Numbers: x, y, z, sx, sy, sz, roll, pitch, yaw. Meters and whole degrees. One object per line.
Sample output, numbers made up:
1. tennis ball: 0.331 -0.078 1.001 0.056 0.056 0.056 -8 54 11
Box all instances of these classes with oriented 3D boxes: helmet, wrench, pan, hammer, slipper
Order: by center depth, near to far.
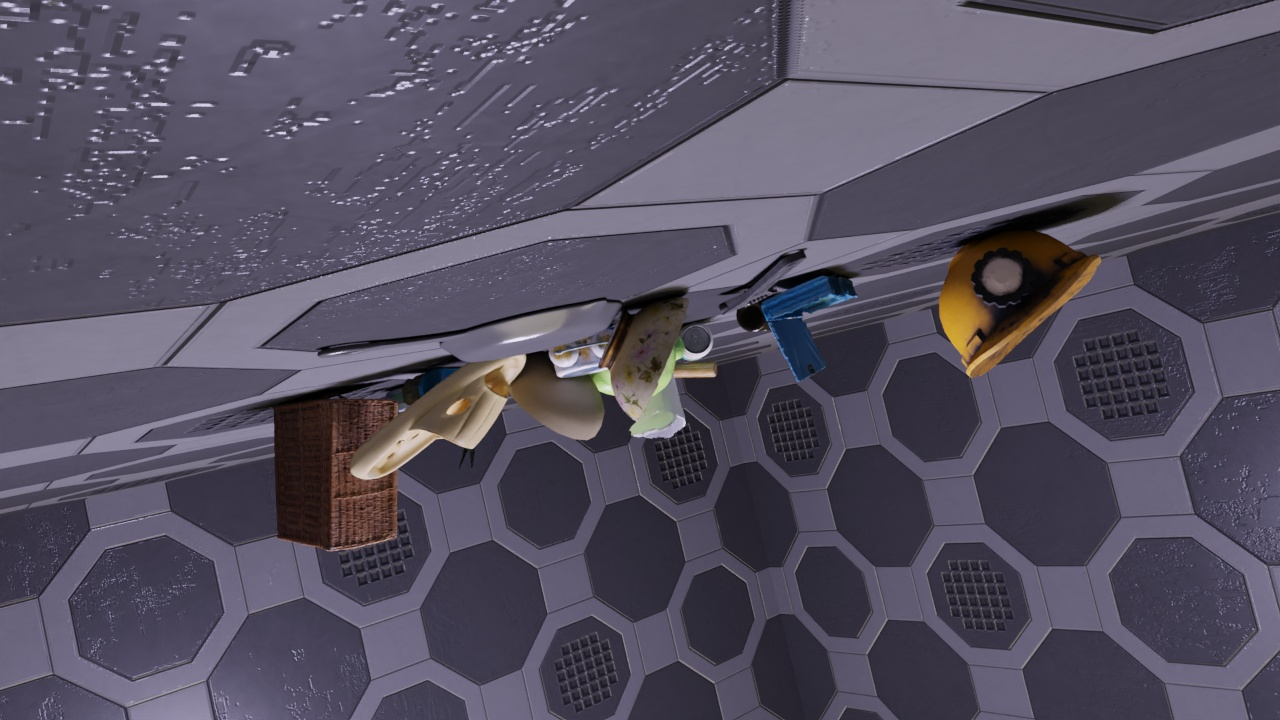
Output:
1. pan: -0.153 -0.019 0.913 0.217 0.024 0.353 -16 175 43
2. wrench: 0.136 -0.084 1.005 0.073 0.018 0.273 -22 176 -7
3. slipper: -0.234 0.081 1.123 0.261 0.079 0.111 -35 170 3
4. helmet: 0.450 -0.091 1.150 0.205 0.131 0.255 -46 162 13
5. hammer: -0.041 0.020 1.503 0.331 0.033 0.132 -2 175 13

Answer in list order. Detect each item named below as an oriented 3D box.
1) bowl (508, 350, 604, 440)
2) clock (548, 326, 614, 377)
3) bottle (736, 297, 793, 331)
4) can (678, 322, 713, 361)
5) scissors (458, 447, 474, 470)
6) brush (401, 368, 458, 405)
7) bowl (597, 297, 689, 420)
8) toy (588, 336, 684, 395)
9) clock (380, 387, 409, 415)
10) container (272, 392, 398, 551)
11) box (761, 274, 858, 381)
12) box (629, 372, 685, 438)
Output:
1. bowl: -0.106 0.035 1.215 0.050 0.152 0.152 -52 163 17
2. clock: -0.070 -0.013 1.143 0.089 0.052 0.125 -12 174 -4
3. bottle: 0.191 -0.066 1.305 0.045 0.045 0.184 -15 177 28
4. can: 0.083 -0.029 1.442 0.055 0.055 0.101 -13 177 -3
5. scissors: -0.247 0.083 1.396 0.150 0.165 0.012 -43 135 6
6. brush: -0.251 0.037 1.202 0.075 0.055 0.135 -9 178 14
7. bowl: -0.004 -0.013 1.005 0.063 0.145 0.145 25 174 -4
8. toy: -0.008 0.008 1.303 0.150 0.107 0.197 -26 173 -2
9. clock: -0.316 0.070 1.335 0.122 0.075 0.161 -15 176 21
10. container: -0.394 0.141 1.185 0.113 0.198 0.113 -1 179 29
11. box: 0.239 -0.044 1.197 0.094 0.112 0.231 -24 176 19
12. box: 0.018 0.068 1.375 0.084 0.146 0.136 -17 153 5
